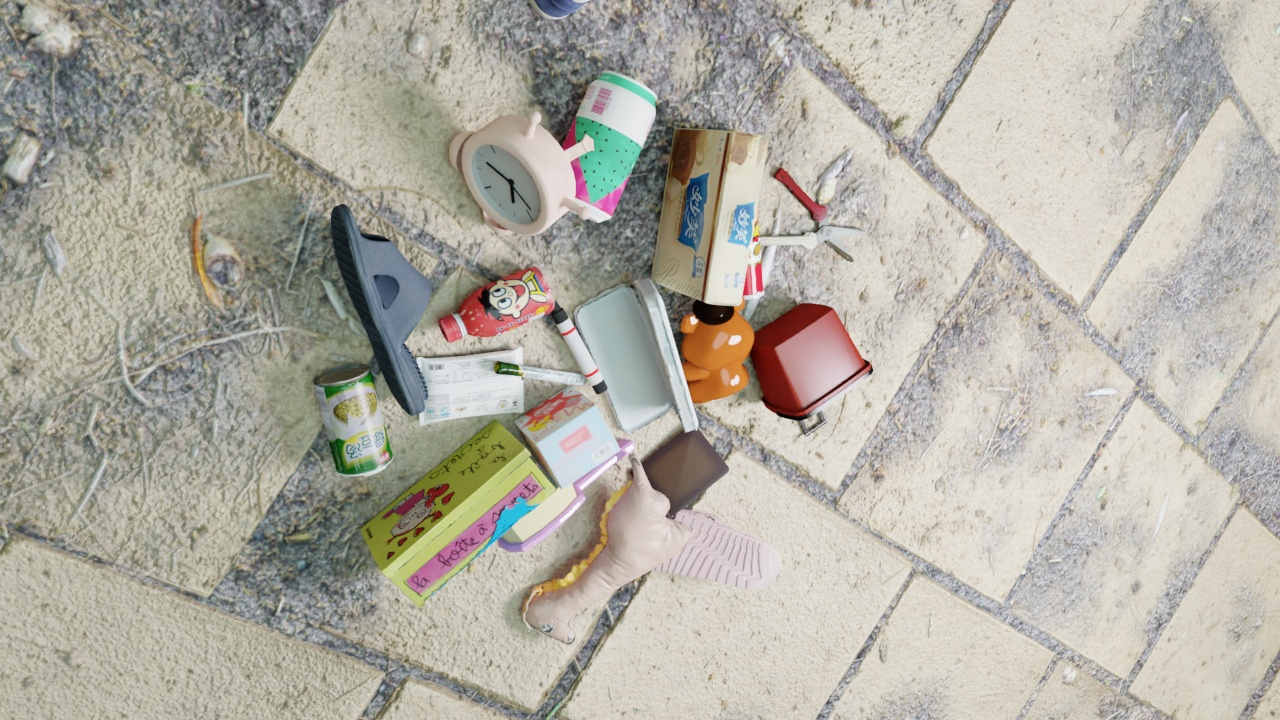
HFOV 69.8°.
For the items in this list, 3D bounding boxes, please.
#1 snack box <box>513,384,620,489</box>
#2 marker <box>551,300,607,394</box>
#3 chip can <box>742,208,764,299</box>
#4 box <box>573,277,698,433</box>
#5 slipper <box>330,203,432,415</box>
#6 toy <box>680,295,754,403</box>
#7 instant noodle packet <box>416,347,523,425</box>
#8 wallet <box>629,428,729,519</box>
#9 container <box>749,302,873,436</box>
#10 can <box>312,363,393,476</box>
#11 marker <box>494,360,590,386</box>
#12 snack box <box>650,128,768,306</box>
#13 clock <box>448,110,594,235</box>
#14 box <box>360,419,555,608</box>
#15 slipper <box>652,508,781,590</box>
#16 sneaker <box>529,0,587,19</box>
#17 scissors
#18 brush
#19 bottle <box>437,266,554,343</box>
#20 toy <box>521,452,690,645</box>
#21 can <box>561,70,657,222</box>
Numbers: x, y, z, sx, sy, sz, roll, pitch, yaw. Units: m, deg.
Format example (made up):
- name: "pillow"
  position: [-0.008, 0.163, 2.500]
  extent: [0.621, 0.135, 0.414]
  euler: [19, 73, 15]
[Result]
- name: "snack box"
  position: [-0.096, 0.097, 1.185]
  extent: [0.093, 0.095, 0.079]
  euler: [-33, 116, -14]
- name: "marker"
  position: [-0.084, -0.021, 1.191]
  extent: [0.019, 0.019, 0.145]
  euler: [-33, 108, -14]
- name: "chip can"
  position: [0.134, -0.192, 1.237]
  extent: [0.051, 0.052, 0.215]
  euler: [-15, 110, -22]
- name: "box"
  position: [0.012, 0.006, 1.206]
  extent: [0.130, 0.106, 0.211]
  euler: [-29, 115, -12]
- name: "slipper"
  position: [-0.280, -0.063, 1.055]
  extent: [0.082, 0.101, 0.264]
  euler: [-27, 121, -25]
- name: "toy"
  position: [0.106, -0.017, 1.252]
  extent: [0.112, 0.096, 0.176]
  euler: [-21, 141, -19]
- name: "instant noodle packet"
  position: [-0.211, 0.032, 1.149]
  extent: [0.134, 0.026, 0.087]
  euler: [-6, 107, -25]
- name: "wallet"
  position: [0.057, 0.158, 1.299]
  extent: [0.115, 0.018, 0.091]
  euler: [-38, 85, -9]
- name: "container"
  position: [0.251, 0.032, 1.325]
  extent: [0.148, 0.127, 0.201]
  euler: [-33, 110, -14]
- name: "can"
  position: [-0.336, 0.071, 1.077]
  extent: [0.067, 0.067, 0.121]
  euler: [-16, 111, -21]
- name: "marker"
  position: [-0.122, 0.018, 1.178]
  extent: [0.146, 0.017, 0.017]
  euler: [10, 100, -40]
- name: "snack box"
  position: [0.083, -0.185, 1.156]
  extent: [0.055, 0.153, 0.207]
  euler: [3, 103, -26]
- name: "clock"
  position: [-0.135, -0.215, 1.048]
  extent: [0.086, 0.161, 0.131]
  euler: [-52, 124, -40]
- name: "box"
  position: [-0.224, 0.183, 1.134]
  extent: [0.220, 0.124, 0.083]
  euler: [-41, 120, -8]
- name: "slipper"
  position: [0.090, 0.270, 1.343]
  extent: [0.239, 0.064, 0.094]
  euler: [18, 98, -12]
- name: "sneaker"
  position: [-0.093, -0.499, 0.998]
  extent: [0.091, 0.118, 0.233]
  euler: [-14, 110, -22]
- name: "scissors"
  position: [0.235, -0.193, 1.308]
  extent: [0.179, 0.015, 0.196]
  euler: [-35, 117, -15]
- name: "brush"
  position: [-0.101, 0.164, 1.216]
  extent: [0.228, 0.089, 0.043]
  euler: [-38, 113, -25]
- name: "bottle"
  position: [-0.178, -0.062, 1.118]
  extent: [0.137, 0.062, 0.062]
  euler: [-26, 114, -19]
- name: "toy"
  position: [-0.065, 0.266, 1.262]
  extent: [0.264, 0.065, 0.196]
  euler: [-30, 100, 3]
- name: "can"
  position: [-0.047, -0.256, 1.109]
  extent: [0.088, 0.088, 0.166]
  euler: [22, 94, -29]
